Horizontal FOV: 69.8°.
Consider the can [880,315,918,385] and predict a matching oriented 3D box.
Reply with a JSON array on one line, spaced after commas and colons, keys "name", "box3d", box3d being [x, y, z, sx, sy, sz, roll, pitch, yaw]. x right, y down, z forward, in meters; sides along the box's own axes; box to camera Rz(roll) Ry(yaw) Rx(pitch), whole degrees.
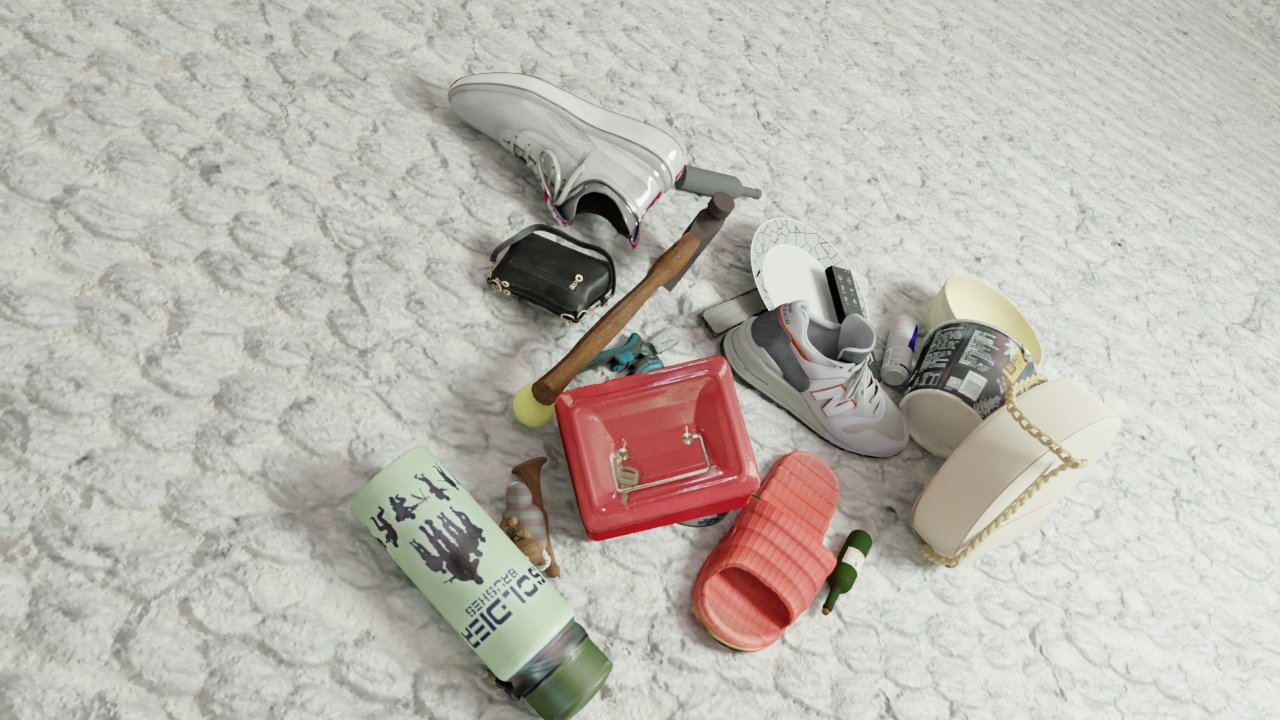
[{"name": "can", "box3d": [0.311, -0.012, 1.100, 0.032, 0.032, 0.095, 31, 49, -7]}]

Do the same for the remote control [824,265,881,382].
[{"name": "remote control", "box3d": [0.249, -0.043, 1.075, 0.034, 0.013, 0.149, 9, 60, -36]}]

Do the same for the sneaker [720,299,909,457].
[{"name": "sneaker", "box3d": [0.211, 0.013, 0.966, 0.239, 0.125, 0.088, 28, 50, -10]}]

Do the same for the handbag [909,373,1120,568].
[{"name": "handbag", "box3d": [0.389, 0.118, 0.938, 0.210, 0.209, 0.103, -13, 49, -35]}]

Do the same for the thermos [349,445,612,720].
[{"name": "thermos", "box3d": [-0.121, 0.176, 0.705, 0.231, 0.083, 0.082, 47, 49, 6]}]

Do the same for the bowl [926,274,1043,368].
[{"name": "bowl", "box3d": [0.412, -0.026, 1.133, 0.150, 0.076, 0.150, 19, 45, -21]}]

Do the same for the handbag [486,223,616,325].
[{"name": "handbag", "box3d": [-0.088, -0.082, 0.898, 0.128, 0.054, 0.078, 23, 53, 12]}]

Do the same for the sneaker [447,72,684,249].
[{"name": "sneaker", "box3d": [-0.092, -0.214, 0.983, 0.263, 0.097, 0.128, 22, 72, -3]}]

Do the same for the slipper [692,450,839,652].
[{"name": "slipper", "box3d": [0.136, 0.168, 0.863, 0.103, 0.059, 0.248, 41, 47, 2]}]

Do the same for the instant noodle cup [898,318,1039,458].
[{"name": "instant noodle cup", "box3d": [0.361, 0.039, 1.036, 0.137, 0.138, 0.112, 42, 58, 2]}]

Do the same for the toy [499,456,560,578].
[{"name": "toy", "box3d": [-0.095, 0.134, 0.769, 0.054, 0.042, 0.101, 8, 61, -52]}]

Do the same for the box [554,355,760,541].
[{"name": "box", "box3d": [0.012, 0.080, 0.802, 0.157, 0.110, 0.134, -11, 74, -7]}]

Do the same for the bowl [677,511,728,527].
[{"name": "bowl", "box3d": [0.054, 0.097, 0.873, 0.114, 0.045, 0.114, 15, 53, -20]}]

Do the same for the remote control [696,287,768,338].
[{"name": "remote control", "box3d": [0.118, -0.060, 1.037, 0.136, 0.013, 0.033, -26, 76, -38]}]

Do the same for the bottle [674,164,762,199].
[{"name": "bottle", "box3d": [0.098, -0.213, 1.119, 0.112, 0.030, 0.030, 7, 56, -25]}]

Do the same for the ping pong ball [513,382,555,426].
[{"name": "ping pong ball", "box3d": [-0.095, 0.040, 0.832, 0.040, 0.040, 0.040, 15, 53, -20]}]

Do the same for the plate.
[{"name": "plate", "box3d": [0.196, -0.081, 1.078, 0.188, 0.016, 0.188, 19, 54, -30]}]

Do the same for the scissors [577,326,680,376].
[{"name": "scissors", "box3d": [-0.013, 0.002, 0.919, 0.148, 0.019, 0.123, 10, 54, -26]}]

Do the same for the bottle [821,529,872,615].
[{"name": "bottle", "box3d": [0.198, 0.207, 0.893, 0.025, 0.025, 0.105, 41, 48, 1]}]

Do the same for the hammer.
[{"name": "hammer", "box3d": [-0.005, -0.060, 0.900, 0.033, 0.116, 0.321, 41, 48, 1]}]
